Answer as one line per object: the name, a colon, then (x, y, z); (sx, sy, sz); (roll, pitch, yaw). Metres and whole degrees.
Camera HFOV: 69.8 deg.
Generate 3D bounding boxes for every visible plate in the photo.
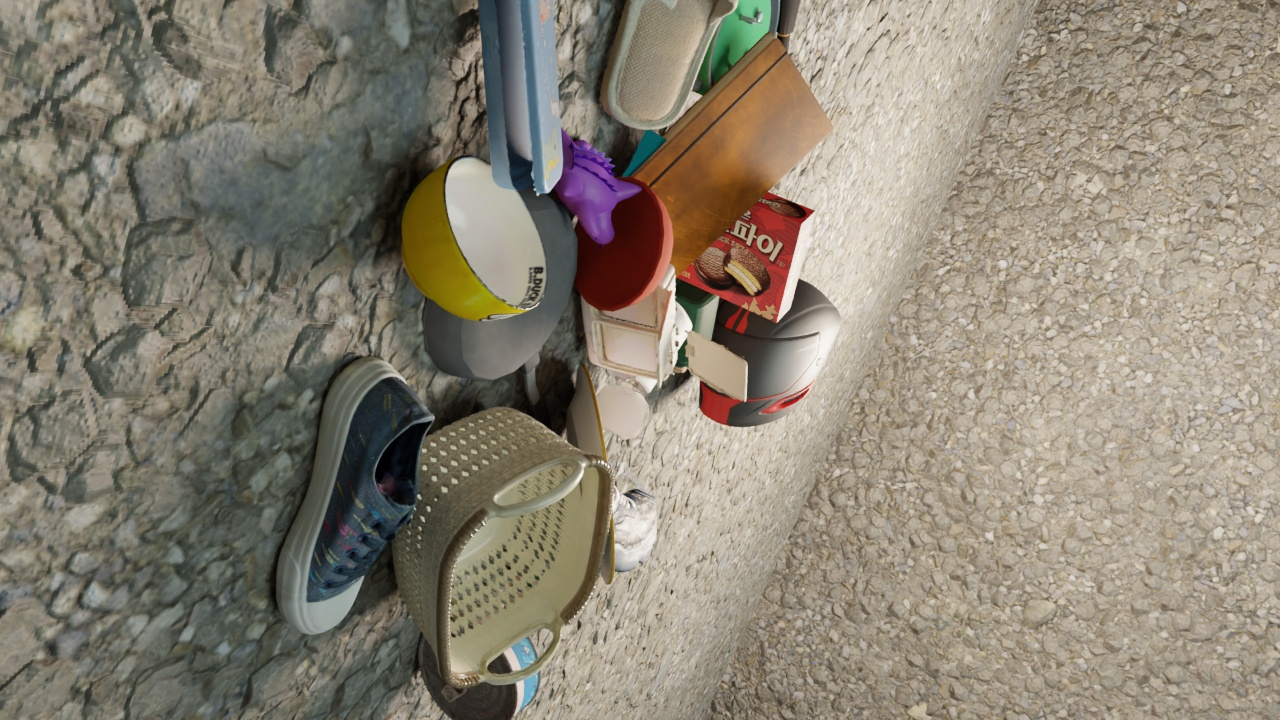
plate: (-0.057, 0.119, 0.957); (0.230, 0.021, 0.230); (173, -89, -80)

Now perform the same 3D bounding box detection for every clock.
clock: (0.093, -0.321, 0.890); (0.161, 0.075, 0.122); (-37, 147, -43)

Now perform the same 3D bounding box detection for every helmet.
helmet: (0.184, -0.034, 1.322); (0.263, 0.164, 0.170); (-32, 133, -36)

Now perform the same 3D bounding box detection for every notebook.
notebook: (0.067, -0.190, 0.911); (0.249, 0.014, 0.178); (-43, 145, 11)

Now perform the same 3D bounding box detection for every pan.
pan: (-0.105, -0.006, 0.855); (0.178, 0.041, 0.358); (-51, 156, -29)

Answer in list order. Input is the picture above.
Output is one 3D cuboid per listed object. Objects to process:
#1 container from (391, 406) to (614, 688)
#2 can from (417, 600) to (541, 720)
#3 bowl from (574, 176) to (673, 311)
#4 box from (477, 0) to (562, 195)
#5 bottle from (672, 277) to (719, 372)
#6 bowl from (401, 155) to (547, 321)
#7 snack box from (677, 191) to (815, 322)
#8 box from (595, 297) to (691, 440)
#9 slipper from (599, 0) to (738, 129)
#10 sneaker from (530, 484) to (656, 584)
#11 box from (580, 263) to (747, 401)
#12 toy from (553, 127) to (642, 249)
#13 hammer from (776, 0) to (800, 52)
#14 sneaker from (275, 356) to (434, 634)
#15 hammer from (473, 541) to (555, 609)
container: (-0.130, 0.164, 0.826); (0.184, 0.143, 0.247); (-25, 140, -37)
can: (-0.170, 0.321, 0.965); (0.044, 0.130, 0.130); (-26, 138, -58)
bowl: (-0.012, -0.103, 0.836); (0.035, 0.122, 0.122); (7, 110, -45)
box: (-0.071, -0.218, 0.622); (0.066, 0.049, 0.210); (-43, 140, -52)
bottle: (0.056, -0.039, 1.161); (0.061, 0.061, 0.131); (-40, 150, -40)
bowl: (-0.127, -0.080, 0.655); (0.117, 0.068, 0.117); (46, 32, -42)
snack box: (0.109, -0.134, 1.045); (0.035, 0.152, 0.133); (-43, 151, -42)
box: (-0.006, 0.009, 1.052); (0.162, 0.084, 0.112); (-56, 165, -13)
slipper: (0.035, -0.314, 0.756); (0.115, 0.052, 0.263); (3, 122, -30)
sneaker: (-0.052, 0.194, 1.151); (0.268, 0.103, 0.132); (-18, 125, -57)
box: (0.008, -0.020, 0.909); (0.095, 0.186, 0.146); (-40, 143, -30)
toy: (-0.044, -0.152, 0.784); (0.088, 0.056, 0.106); (30, 46, -50)
hammer: (0.167, -0.383, 1.060); (0.123, 0.036, 0.321); (-53, 159, -27)
sneaker: (-0.210, 0.116, 0.704); (0.087, 0.079, 0.236); (-16, 130, -62)
hammer: (-0.148, 0.303, 1.069); (0.332, 0.119, 0.030); (108, -8, -47)
